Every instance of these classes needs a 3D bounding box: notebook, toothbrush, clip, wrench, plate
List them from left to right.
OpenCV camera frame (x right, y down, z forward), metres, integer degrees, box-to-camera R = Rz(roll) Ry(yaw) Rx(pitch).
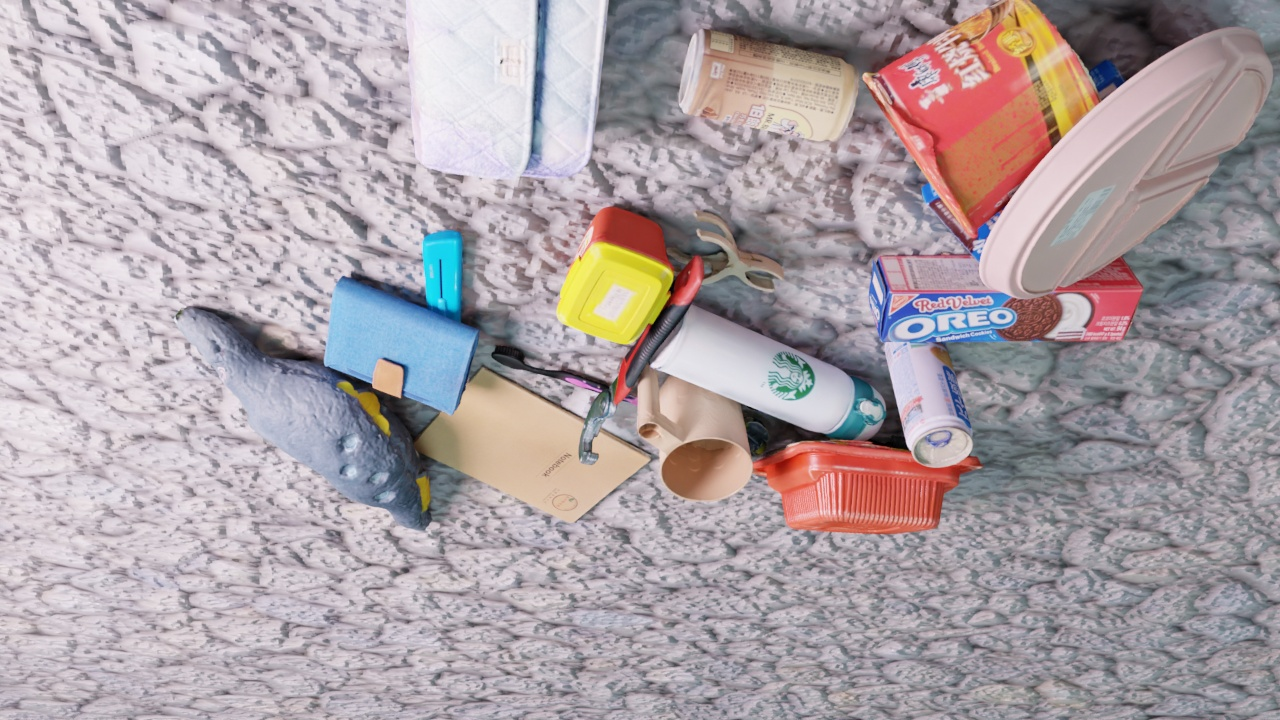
[{"bbox_3d":[-0.115,0.095,0.960,0.207,0.008,0.148,30,127,-24],"label":"notebook"},{"bbox_3d":[-0.055,0.020,0.887,0.189,0.017,0.014,19,132,-20],"label":"toothbrush"},{"bbox_3d":[-0.005,0.005,0.815,0.016,0.056,0.274,12,137,-19],"label":"wrench"},{"bbox_3d":[0.075,-0.093,0.760,0.103,0.034,0.093,2,135,-6],"label":"clip"},{"bbox_3d":[0.194,0.066,0.919,0.189,0.014,0.017,15,124,-12],"label":"toothbrush"},{"bbox_3d":[0.340,-0.124,0.643,0.229,0.028,0.230,-25,151,-15],"label":"plate"}]

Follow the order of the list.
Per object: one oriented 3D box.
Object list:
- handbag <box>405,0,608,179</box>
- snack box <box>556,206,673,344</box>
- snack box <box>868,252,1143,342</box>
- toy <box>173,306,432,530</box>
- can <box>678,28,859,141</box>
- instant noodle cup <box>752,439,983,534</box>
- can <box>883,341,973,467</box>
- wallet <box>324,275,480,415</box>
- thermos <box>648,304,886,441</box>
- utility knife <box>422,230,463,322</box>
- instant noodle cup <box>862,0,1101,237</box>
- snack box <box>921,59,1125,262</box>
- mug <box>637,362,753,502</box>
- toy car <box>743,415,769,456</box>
[{"bbox_3d":[-0.090,-0.218,0.618,0.134,0.075,0.194,5,133,-3],"label":"handbag"},{"bbox_3d":[-0.019,-0.071,0.750,0.082,0.080,0.091,20,131,-15],"label":"snack box"},{"bbox_3d":[0.301,-0.053,0.773,0.207,0.058,0.057,0,130,2],"label":"snack box"},{"bbox_3d":[-0.298,0.072,0.900,0.138,0.091,0.356,-1,139,43],"label":"toy"},{"bbox_3d":[0.089,-0.193,0.647,0.116,0.058,0.059,10,133,-7],"label":"can"},{"bbox_3d":[0.214,0.124,0.888,0.188,0.079,0.165,5,165,-9],"label":"instant noodle cup"},{"bbox_3d":[0.248,0.026,0.796,0.053,0.134,0.053,1,134,1],"label":"can"},{"bbox_3d":[-0.218,-0.012,0.832,0.133,0.040,0.107,22,132,-3],"label":"wallet"},{"bbox_3d":[0.121,0.015,0.835,0.224,0.073,0.073,22,130,-18],"label":"thermos"},{"bbox_3d":[-0.177,-0.036,0.833,0.034,0.018,0.199,6,135,-4],"label":"utility knife"},{"bbox_3d":[0.235,-0.168,0.622,0.109,0.137,0.138,-34,124,19],"label":"instant noodle cup"},{"bbox_3d":[0.307,-0.147,0.704,0.157,0.026,0.084,-35,123,30],"label":"snack box"},{"bbox_3d":[0.043,0.056,0.849,0.124,0.103,0.084,36,120,-27],"label":"mug"},{"bbox_3d":[0.088,0.087,0.927,0.091,0.035,0.042,-37,125,22],"label":"toy car"}]
